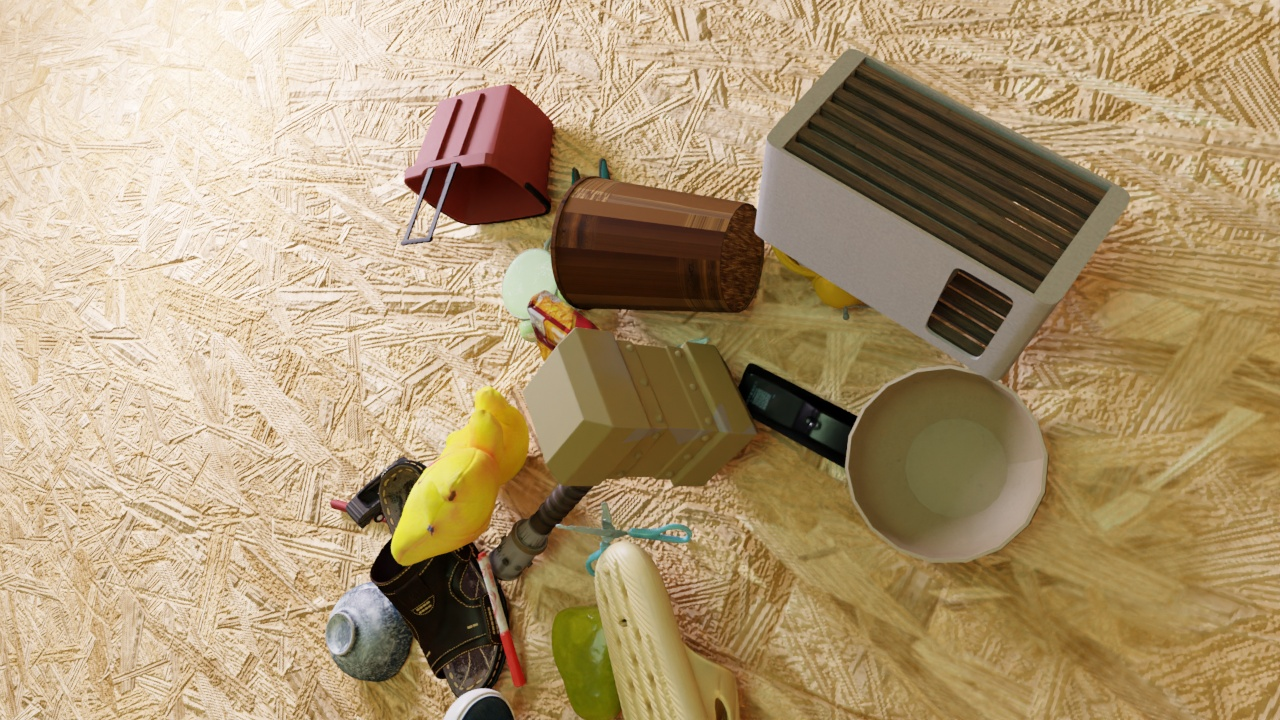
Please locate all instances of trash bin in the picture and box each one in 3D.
[{"bbox_3d":[0.214,-0.110,0.691,0.229,0.115,0.114,35,70,18],"label":"trash bin"}]

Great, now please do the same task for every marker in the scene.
[{"bbox_3d":[-0.143,0.264,0.935,0.013,0.012,0.142,-14,93,30],"label":"marker"}]

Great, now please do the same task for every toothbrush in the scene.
[{"bbox_3d":[-0.303,0.191,1.085,0.190,0.016,0.016,8,89,34],"label":"toothbrush"}]

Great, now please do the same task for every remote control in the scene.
[{"bbox_3d":[0.145,0.051,0.815,0.150,0.022,0.047,28,96,35],"label":"remote control"}]

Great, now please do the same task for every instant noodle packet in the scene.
[{"bbox_3d":[-0.058,-0.006,0.902,0.135,0.099,0.039,36,62,26],"label":"instant noodle packet"}]

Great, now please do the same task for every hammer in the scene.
[{"bbox_3d":[-0.060,0.118,0.870,0.326,0.190,0.100,-50,49,36],"label":"hammer"}]

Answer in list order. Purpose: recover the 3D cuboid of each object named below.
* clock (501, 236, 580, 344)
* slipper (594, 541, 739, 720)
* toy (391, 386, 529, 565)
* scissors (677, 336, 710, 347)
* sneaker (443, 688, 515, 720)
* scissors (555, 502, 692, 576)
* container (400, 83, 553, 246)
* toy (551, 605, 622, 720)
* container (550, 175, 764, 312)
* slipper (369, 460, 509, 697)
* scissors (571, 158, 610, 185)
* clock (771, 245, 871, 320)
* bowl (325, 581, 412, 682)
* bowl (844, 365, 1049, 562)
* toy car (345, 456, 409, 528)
[{"bbox_3d":[-0.105,-0.073,0.995,0.094,0.042,0.119,-44,60,19],"label":"clock"},{"bbox_3d":[0.032,0.283,0.806,0.112,0.079,0.261,-36,68,48],"label":"slipper"},{"bbox_3d":[-0.175,0.122,0.924,0.087,0.193,0.135,36,116,-9],"label":"toy"},{"bbox_3d":[0.001,0.026,0.923,0.179,0.016,0.103,-9,74,28],"label":"scissors"},{"bbox_3d":[-0.113,0.455,0.851,0.128,0.120,0.294,-24,70,41],"label":"sneaker"},{"bbox_3d":[-0.011,0.168,0.855,0.133,0.135,0.015,-7,54,-2],"label":"scissors"},{"bbox_3d":[-0.183,-0.192,1.021,0.148,0.127,0.200,-2,69,32],"label":"container"},{"bbox_3d":[-0.047,0.290,0.874,0.090,0.051,0.110,-11,76,34],"label":"toy"},{"bbox_3d":[0.021,-0.105,0.874,0.167,0.132,0.132,9,85,29],"label":"container"},{"bbox_3d":[-0.224,0.231,0.976,0.113,0.075,0.267,-33,72,23],"label":"slipper"},{"bbox_3d":[-0.052,-0.150,0.989,0.142,0.019,0.127,38,95,26],"label":"scissors"},{"bbox_3d":[0.180,-0.113,0.812,0.114,0.052,0.152,-43,55,18],"label":"clock"},{"bbox_3d":[-0.321,0.309,1.045,0.115,0.060,0.114,-9,74,32],"label":"bowl"},{"bbox_3d":[0.244,0.083,0.725,0.153,0.050,0.152,-8,76,31],"label":"bowl"},{"bbox_3d":[-0.297,0.150,1.061,0.092,0.037,0.040,-42,52,-19],"label":"toy car"}]
